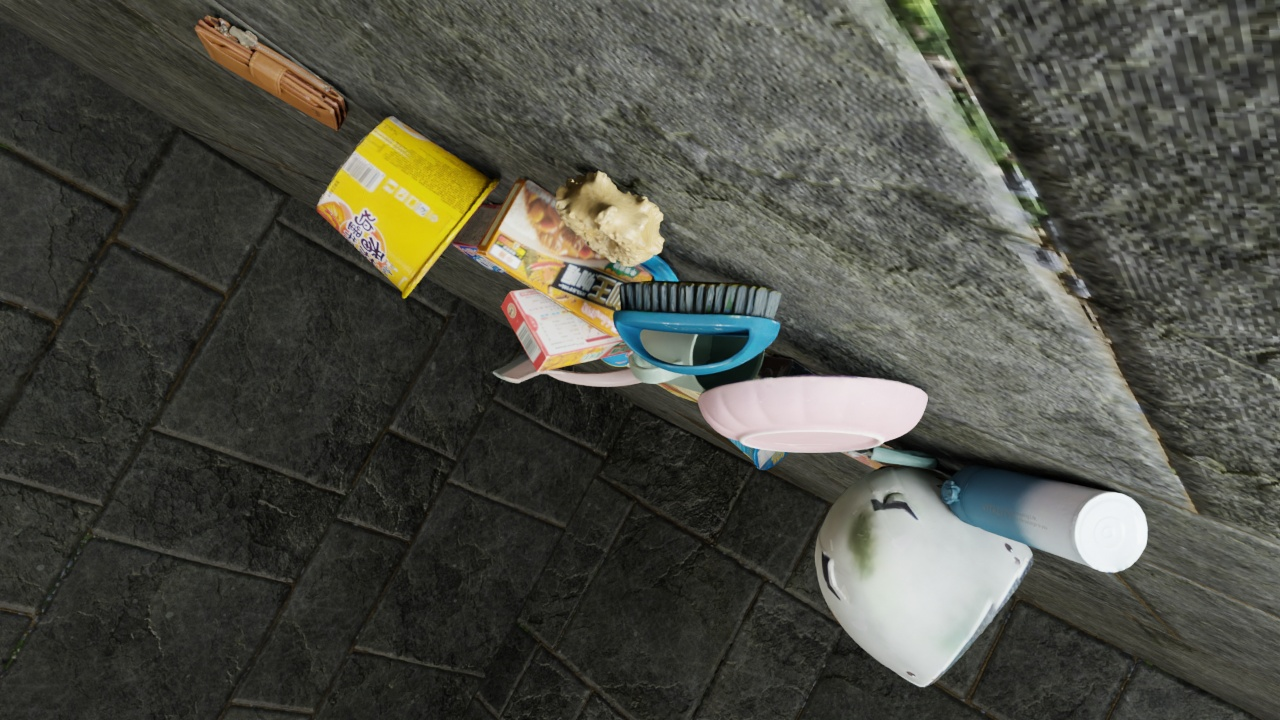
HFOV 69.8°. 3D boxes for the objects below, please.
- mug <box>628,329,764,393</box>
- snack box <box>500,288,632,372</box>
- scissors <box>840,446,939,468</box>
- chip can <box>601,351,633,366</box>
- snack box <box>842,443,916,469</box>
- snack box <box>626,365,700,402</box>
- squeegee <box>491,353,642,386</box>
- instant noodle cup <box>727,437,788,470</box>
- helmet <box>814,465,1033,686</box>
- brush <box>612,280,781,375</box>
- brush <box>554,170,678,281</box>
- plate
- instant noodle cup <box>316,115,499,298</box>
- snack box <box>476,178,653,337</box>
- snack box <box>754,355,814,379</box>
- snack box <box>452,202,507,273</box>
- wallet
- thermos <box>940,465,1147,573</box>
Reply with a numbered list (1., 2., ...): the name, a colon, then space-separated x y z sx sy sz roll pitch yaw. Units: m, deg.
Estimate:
1. mug: 0.038 -0.009 0.839 0.106 0.111 0.082 16 126 54
2. snack box: -0.050 -0.039 0.877 0.155 0.027 0.077 -13 -117 -42
3. scissors: 0.259 0.100 1.015 0.181 0.019 0.170 12 180 -1
4. chip can: -0.037 -0.046 1.078 0.071 0.071 0.210 28 174 11
5. snack box: 0.279 0.110 1.194 0.157 0.026 0.084 27 175 28
6. snack box: 0.059 0.009 1.189 0.114 0.063 0.240 31 175 -17
7. squeegee: -0.006 0.006 0.955 0.250 0.040 0.247 -4 -175 5
8. instant noodle cup: 0.156 0.085 1.305 0.110 0.099 0.099 35 180 37
9. helmet: 0.280 0.210 1.018 0.157 0.230 0.273 35 -168 -13
10. brush: 0.040 -0.026 0.713 0.144 0.073 0.055 5 175 34
11. brush: -0.001 -0.088 0.730 0.083 0.046 0.254 23 178 16
12. plate: 0.145 0.051 0.781 0.192 0.039 0.192 2 166 0
13. instant noodle cup: -0.212 -0.142 0.822 0.110 0.138 0.138 38 173 -13
14. snack box: -0.063 -0.088 0.809 0.153 0.075 0.026 32 174 -33
15. snack box: 0.159 0.033 0.994 0.113 0.053 0.126 31 169 -27
16. snack box: -0.132 -0.124 0.943 0.057 0.058 0.208 34 173 -27
17. wallet: -0.335 -0.262 0.843 0.131 0.031 0.108 29 177 -17
18. thermos: 0.349 0.135 0.824 0.070 0.070 0.220 30 175 -9
